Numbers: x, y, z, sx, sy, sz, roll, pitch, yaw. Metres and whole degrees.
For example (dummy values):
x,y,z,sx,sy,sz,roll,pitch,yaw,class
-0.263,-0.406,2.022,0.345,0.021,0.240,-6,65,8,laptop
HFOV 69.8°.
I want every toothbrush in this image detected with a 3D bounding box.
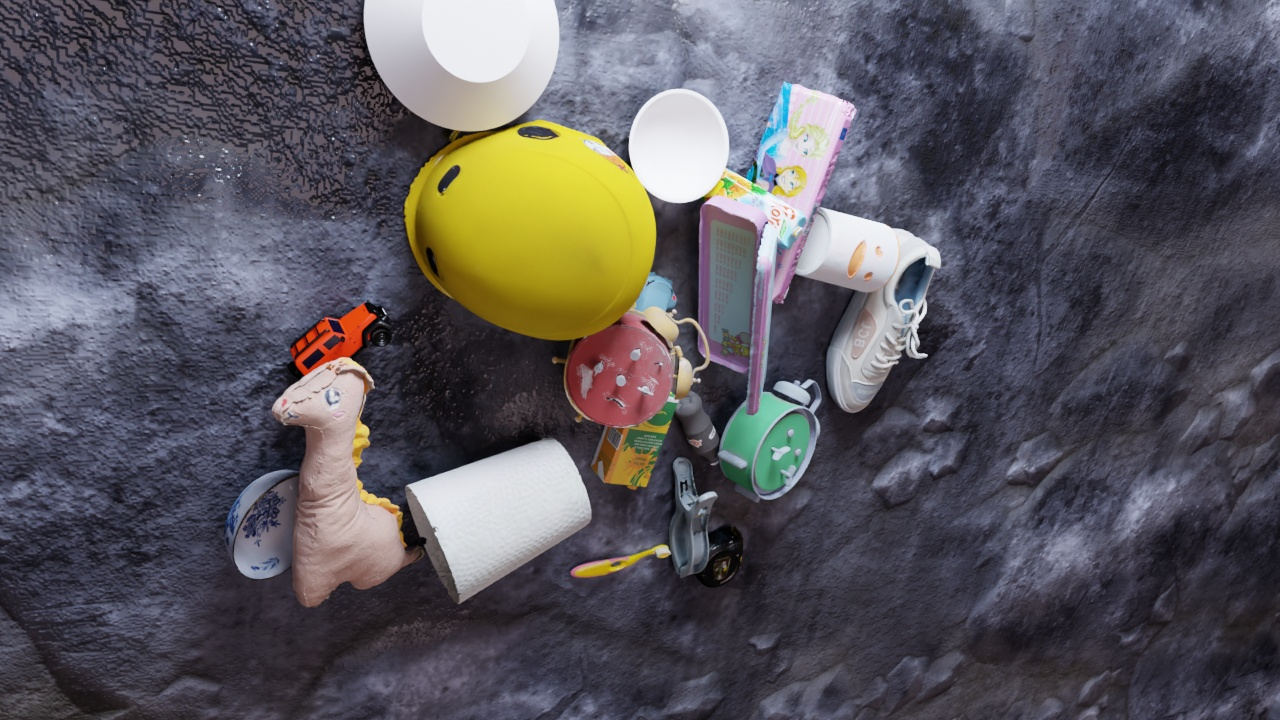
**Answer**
x,y,z,sx,sy,sz,roll,pitch,yaw,class
-0.023,0.252,1.146,0.135,0.016,0.021,-9,119,-24,toothbrush

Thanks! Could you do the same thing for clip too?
x,y,z,sx,sy,sz,roll,pitch,yaw,class
0.057,0.198,1.143,0.027,0.090,0.163,-11,132,-24,clip

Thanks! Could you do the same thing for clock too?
x,y,z,sx,sy,sz,roll,pitch,yaw,class
0.173,0.091,1.129,0.161,0.075,0.122,-46,136,-19,clock
-0.006,0.006,0.961,0.159,0.081,0.117,-19,105,6,clock

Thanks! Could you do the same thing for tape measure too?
x,y,z,sx,sy,sz,roll,pitch,yaw,class
0.099,0.259,1.200,0.071,0.042,0.072,-17,122,-24,tape measure

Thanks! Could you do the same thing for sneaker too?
x,y,z,sx,sy,sz,roll,pitch,yaw,class
0.305,-0.037,1.137,0.089,0.091,0.242,3,112,-30,sneaker

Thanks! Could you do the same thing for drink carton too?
x,y,z,sx,sy,sz,roll,pitch,yaw,class
-0.008,0.087,1.060,0.058,0.041,0.123,10,107,-31,drink carton
0.114,-0.163,0.960,0.044,0.129,0.038,-58,167,7,drink carton

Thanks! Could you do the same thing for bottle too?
x,y,z,sx,sy,sz,roll,pitch,yaw,class
0.071,0.085,1.103,0.036,0.036,0.110,-34,124,-10,bottle

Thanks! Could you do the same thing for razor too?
x,y,z,sx,sy,sz,roll,pitch,yaw,class
-0.198,-0.243,0.815,0.106,0.026,0.042,34,95,-31,razor

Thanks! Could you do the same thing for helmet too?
x,y,z,sx,sy,sz,roll,pitch,yaw,class
-0.088,-0.110,0.863,0.239,0.139,0.209,4,111,-29,helmet

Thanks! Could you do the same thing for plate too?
x,y,z,sx,sy,sz,roll,pitch,yaw,class
-0.146,-0.287,0.791,0.173,0.036,0.174,-6,106,-24,plate

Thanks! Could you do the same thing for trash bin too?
x,y,z,sx,sy,sz,roll,pitch,yaw,class
-0.147,0.161,0.974,0.161,0.133,0.133,-23,122,-22,trash bin

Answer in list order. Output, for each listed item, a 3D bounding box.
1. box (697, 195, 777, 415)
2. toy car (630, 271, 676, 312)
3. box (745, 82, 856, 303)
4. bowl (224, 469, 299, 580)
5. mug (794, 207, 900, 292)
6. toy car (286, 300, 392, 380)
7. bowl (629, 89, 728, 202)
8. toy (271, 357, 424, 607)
x,y,z,sx,sy,sz,roll,pitch,yaw,class
0.110,-0.056,0.970,0.062,0.140,0.215,-15,134,-14,box
0.002,-0.043,1.011,0.060,0.027,0.108,20,103,-33,toy car
0.167,-0.178,1.014,0.090,0.085,0.231,-7,119,-57,box
-0.359,0.150,0.890,0.114,0.045,0.114,-45,150,-36,bowl
0.233,-0.127,1.060,0.105,0.082,0.082,9,109,-30,mug
-0.282,-0.017,0.858,0.100,0.051,0.049,-42,127,-4,toy car
0.031,-0.217,0.932,0.109,0.040,0.110,-5,103,-23,bowl
-0.274,0.115,0.891,0.195,0.065,0.265,-15,123,-53,toy
